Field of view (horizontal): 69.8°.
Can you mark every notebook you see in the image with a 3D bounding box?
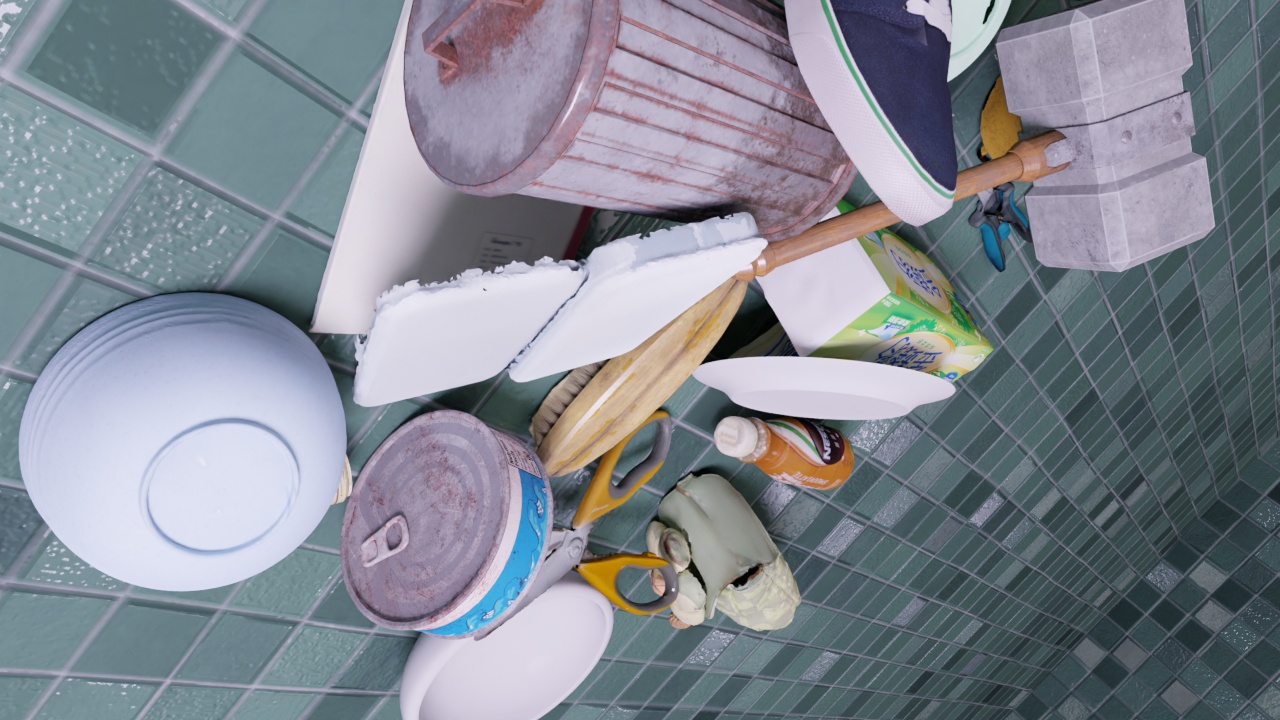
[{"bbox_3d":[-0.080,-0.100,0.499,0.152,0.012,0.209,1,124,-43],"label":"notebook"}]

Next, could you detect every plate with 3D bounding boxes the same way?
[{"bbox_3d":[0.132,0.026,0.677,0.188,0.189,0.016,18,74,-48],"label":"plate"}]

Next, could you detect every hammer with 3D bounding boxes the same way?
[{"bbox_3d":[0.195,-0.107,0.569,0.317,0.083,0.163,-21,105,-14],"label":"hammer"}]

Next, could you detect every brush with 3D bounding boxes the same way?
[{"bbox_3d":[-0.004,0.004,0.633,0.195,0.043,0.059,-46,143,1],"label":"brush"}]

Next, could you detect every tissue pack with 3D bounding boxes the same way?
[{"bbox_3d":[0.153,-0.024,0.701,0.197,0.120,0.142,22,127,-42],"label":"tissue pack"}]

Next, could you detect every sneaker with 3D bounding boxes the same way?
[{"bbox_3d":[0.118,-0.179,0.419,0.079,0.235,0.084,-23,157,39],"label":"sneaker"}]

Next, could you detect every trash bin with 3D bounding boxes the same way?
[{"bbox_3d":[0.000,-0.129,0.429,0.210,0.131,0.131,3,123,-46],"label":"trash bin"}]

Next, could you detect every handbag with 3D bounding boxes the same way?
[{"bbox_3d":[0.068,0.191,0.817,0.117,0.113,0.186,-33,142,-2],"label":"handbag"}]

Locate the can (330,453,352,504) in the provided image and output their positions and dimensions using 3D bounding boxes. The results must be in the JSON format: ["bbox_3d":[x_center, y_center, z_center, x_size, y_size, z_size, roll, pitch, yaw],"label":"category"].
[{"bbox_3d":[-0.209,0.071,0.521,0.079,0.038,0.038,-12,132,-34],"label":"can"}]

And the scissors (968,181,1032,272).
[{"bbox_3d":[0.318,-0.121,0.818,0.126,0.019,0.144,-20,134,-26],"label":"scissors"}]

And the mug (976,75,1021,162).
[{"bbox_3d":[0.321,-0.180,0.715,0.094,0.100,0.124,3,163,-40],"label":"mug"}]

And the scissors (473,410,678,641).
[{"bbox_3d":[-0.034,0.120,0.673,0.225,0.016,0.216,24,79,-45],"label":"scissors"}]

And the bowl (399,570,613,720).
[{"bbox_3d":[-0.111,0.220,0.719,0.176,0.066,0.177,-23,137,-24],"label":"bowl"}]

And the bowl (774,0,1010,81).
[{"bbox_3d":[0.157,-0.215,0.528,0.150,0.077,0.151,-14,129,-18],"label":"bowl"}]

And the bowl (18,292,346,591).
[{"bbox_3d":[-0.207,0.048,0.439,0.150,0.075,0.151,-12,113,-32],"label":"bowl"}]

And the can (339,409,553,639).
[{"bbox_3d":[-0.118,0.098,0.551,0.130,0.130,0.044,-48,141,5],"label":"can"}]

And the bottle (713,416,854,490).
[{"bbox_3d":[0.124,0.076,0.798,0.167,0.059,0.059,17,112,-47],"label":"bottle"}]

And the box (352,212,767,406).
[{"bbox_3d":[-0.053,-0.018,0.481,0.188,0.037,0.209,-17,173,-26],"label":"box"}]
